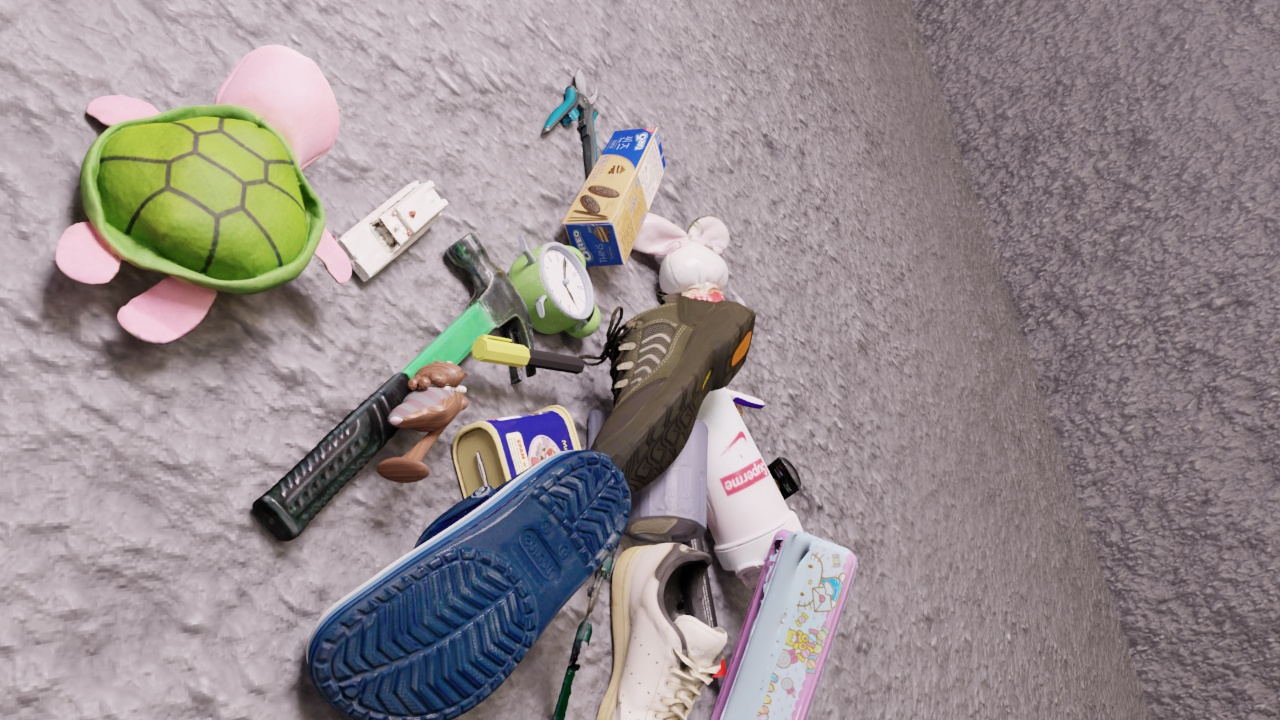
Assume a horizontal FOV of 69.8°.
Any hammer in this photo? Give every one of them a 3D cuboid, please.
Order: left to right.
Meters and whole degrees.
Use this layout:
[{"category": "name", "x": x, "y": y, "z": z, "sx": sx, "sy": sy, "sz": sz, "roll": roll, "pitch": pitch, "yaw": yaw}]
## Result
[{"category": "hammer", "x": -0.175, "y": 0.021, "z": 0.699, "sx": 0.130, "sy": 0.032, "sz": 0.317, "roll": 57, "pitch": 35, "yaw": -17}]

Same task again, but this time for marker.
[{"category": "marker", "x": -0.093, "y": -0.004, "z": 0.782, "sx": 0.123, "sy": 0.018, "sz": 0.021, "roll": 11, "pitch": 64, "yaw": -53}, {"category": "marker", "x": 0.063, "y": 0.241, "z": 0.918, "sx": 0.023, "sy": 0.021, "sz": 0.145, "roll": 65, "pitch": 15, "yaw": -71}]

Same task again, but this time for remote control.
[{"category": "remote control", "x": 0.151, "y": 0.137, "z": 1.018, "sx": 0.041, "sy": 0.020, "sz": 0.152, "roll": 59, "pitch": -11, "yaw": 13}]

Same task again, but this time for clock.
[{"category": "clock", "x": -0.080, "y": -0.068, "z": 0.871, "sx": 0.119, "sy": 0.043, "sz": 0.094, "roll": 6, "pitch": 66, "yaw": -58}]

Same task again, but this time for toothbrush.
[{"category": "toothbrush", "x": 0.076, "y": 0.029, "z": 1.039, "sx": 0.186, "sy": 0.016, "sz": 0.015, "roll": 22, "pitch": 30, "yaw": -38}]

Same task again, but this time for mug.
[{"category": "mug", "x": 0.006, "y": 0.108, "z": 0.873, "sx": 0.123, "sy": 0.084, "sz": 0.103, "roll": 16, "pitch": 58, "yaw": -22}]

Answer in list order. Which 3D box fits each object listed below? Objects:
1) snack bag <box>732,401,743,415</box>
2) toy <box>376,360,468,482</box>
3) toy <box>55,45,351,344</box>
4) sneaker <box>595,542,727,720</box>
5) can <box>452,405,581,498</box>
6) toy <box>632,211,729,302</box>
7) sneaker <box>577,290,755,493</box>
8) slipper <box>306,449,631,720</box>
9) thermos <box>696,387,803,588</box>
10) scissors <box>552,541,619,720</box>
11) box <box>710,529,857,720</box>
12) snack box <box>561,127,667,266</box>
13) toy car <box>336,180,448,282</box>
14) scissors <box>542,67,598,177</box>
[{"category": "snack bag", "x": 0.092, "y": 0.057, "z": 1.067, "sx": 0.099, "sy": 0.020, "sz": 0.026, "roll": 0, "pitch": 73, "yaw": -55}, {"category": "toy", "x": -0.153, "y": 0.038, "z": 0.658, "sx": 0.101, "sy": 0.042, "sz": 0.055, "roll": -60, "pitch": 143, "yaw": -59}, {"category": "toy", "x": -0.268, "y": -0.113, "z": 0.591, "sx": 0.190, "sy": 0.088, "sz": 0.237, "roll": 35, "pitch": 47, "yaw": -15}, {"category": "sneaker", "x": 0.027, "y": 0.267, "z": 0.776, "sx": 0.089, "sy": 0.103, "sz": 0.241, "roll": 34, "pitch": 46, "yaw": -40}, {"category": "can", "x": -0.093, "y": 0.099, "z": 0.746, "sx": 0.092, "sy": 0.057, "sz": 0.116, "roll": -6, "pitch": 76, "yaw": -55}, {"category": "toy", "x": 0.061, "y": -0.082, "z": 1.052, "sx": 0.158, "sy": 0.084, "sz": 0.194, "roll": -7, "pitch": 80, "yaw": -36}, {"category": "sneaker", "x": -0.005, "y": 0.005, "z": 0.838, "sx": 0.237, "sy": 0.143, "sz": 0.101, "roll": -49, "pitch": 156, "yaw": -37}, {"category": "slipper", "x": -0.112, "y": 0.152, "z": 0.639, "sx": 0.252, "sy": 0.095, "sz": 0.105, "roll": -35, "pitch": 107, "yaw": -32}, {"category": "thermos", "x": 0.093, "y": 0.128, "z": 0.969, "sx": 0.099, "sy": 0.100, "sz": 0.220, "roll": -20, "pitch": 84, "yaw": -57}, {"category": "scissors", "x": -0.041, "y": 0.209, "z": 0.747, "sx": 0.201, "sy": 0.015, "sz": 0.201, "roll": -12, "pitch": 119, "yaw": -86}, {"category": "box", "x": 0.146, "y": 0.274, "z": 0.870, "sx": 0.089, "sy": 0.093, "sz": 0.214, "roll": 31, "pitch": 77, "yaw": -44}, {"category": "snack box", "x": -0.024, "y": -0.182, "z": 0.998, "sx": 0.206, "sy": 0.057, "sz": 0.056, "roll": -70, "pitch": 152, "yaw": -46}, {"category": "toy car", "x": -0.195, "y": -0.109, "z": 0.735, "sx": 0.039, "sy": 0.039, "sz": 0.112, "roll": 55, "pitch": 35, "yaw": -19}, {"category": "scissors", "x": -0.068, "y": -0.265, "z": 1.028, "sx": 0.124, "sy": 0.019, "sz": 0.155, "roll": 63, "pitch": 34, "yaw": -8}]
